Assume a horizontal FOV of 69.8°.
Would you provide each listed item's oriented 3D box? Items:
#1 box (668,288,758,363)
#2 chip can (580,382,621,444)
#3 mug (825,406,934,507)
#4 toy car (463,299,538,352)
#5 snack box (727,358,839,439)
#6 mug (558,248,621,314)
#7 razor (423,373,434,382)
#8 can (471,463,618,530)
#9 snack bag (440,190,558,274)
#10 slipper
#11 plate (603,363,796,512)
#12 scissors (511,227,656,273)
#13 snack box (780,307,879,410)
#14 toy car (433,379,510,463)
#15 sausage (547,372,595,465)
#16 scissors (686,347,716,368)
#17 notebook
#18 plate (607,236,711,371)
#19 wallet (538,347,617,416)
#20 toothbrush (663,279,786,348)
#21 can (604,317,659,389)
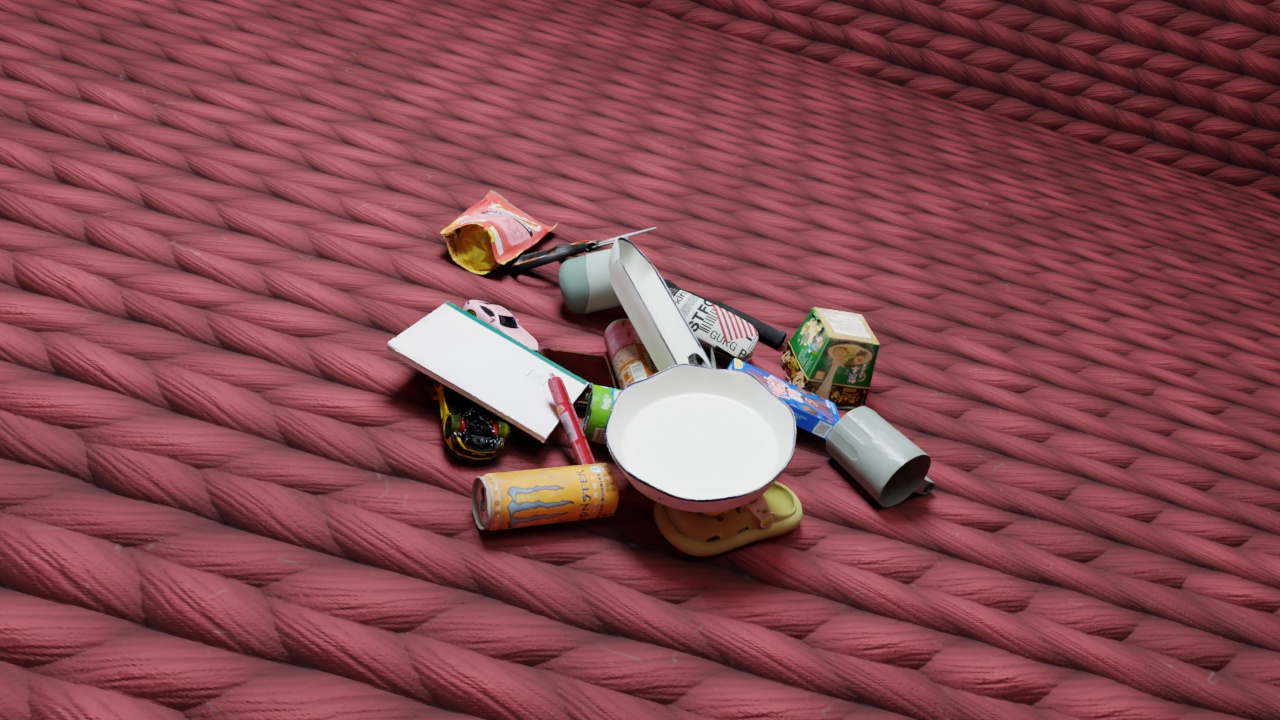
[{"bbox_3d":[0.087,-0.038,1.325,0.163,0.079,0.074,26,62,11],"label":"box"},{"bbox_3d":[0.047,0.083,1.094,0.236,0.072,0.072,11,34,-8],"label":"chip can"},{"bbox_3d":[0.307,0.123,1.159,0.123,0.084,0.103,21,19,-49],"label":"mug"},{"bbox_3d":[-0.181,-0.044,1.200,0.122,0.037,0.056,37,18,25],"label":"toy car"},{"bbox_3d":[0.189,0.052,1.211,0.157,0.026,0.084,24,20,-4],"label":"snack box"},{"bbox_3d":[-0.052,-0.108,1.311,0.106,0.112,0.082,-13,65,12],"label":"mug"},{"bbox_3d":[-0.224,-0.008,1.151,0.043,0.028,0.132,18,31,8],"label":"razor"},{"bbox_3d":[-0.098,0.141,0.956,0.145,0.058,0.058,-2,38,-27],"label":"can"},{"bbox_3d":[-0.217,-0.203,1.411,0.128,0.073,0.207,24,28,4],"label":"snack bag"},{"bbox_3d":[0.104,0.153,1.012,0.190,0.082,0.091,-3,36,-32],"label":"slipper"},{"bbox_3d":[0.065,0.085,0.994,0.205,0.046,0.204,-1,41,0],"label":"plate"},{"bbox_3d":[-0.086,-0.170,1.355,0.221,0.022,0.223,-17,11,1],"label":"scissors"},{"bbox_3d":[0.276,-0.008,1.300,0.117,0.106,0.118,8,35,-15],"label":"snack box"},{"bbox_3d":[-0.197,0.054,1.052,0.071,0.041,0.155,10,35,-30],"label":"toy car"},{"bbox_3d":[-0.075,0.082,1.043,0.020,0.020,0.155,-10,68,-35],"label":"sausage"},{"bbox_3d":[0.095,0.022,1.197,0.159,0.014,0.171,44,20,-49],"label":"scissors"},{"bbox_3d":[-0.175,0.007,1.089,0.209,0.012,0.150,30,29,3],"label":"notebook"},{"bbox_3d":[0.029,-0.039,1.189,0.265,0.034,0.161,61,16,5],"label":"plate"},{"bbox_3d":[-0.075,0.027,1.172,0.096,0.020,0.122,8,33,-21],"label":"wallet"},{"bbox_3d":[0.124,-0.076,1.408,0.213,0.026,0.027,28,0,18],"label":"toothbrush"},{"bbox_3d":[-0.007,0.007,1.195,0.058,0.058,0.147,4,35,-19],"label":"can"}]
